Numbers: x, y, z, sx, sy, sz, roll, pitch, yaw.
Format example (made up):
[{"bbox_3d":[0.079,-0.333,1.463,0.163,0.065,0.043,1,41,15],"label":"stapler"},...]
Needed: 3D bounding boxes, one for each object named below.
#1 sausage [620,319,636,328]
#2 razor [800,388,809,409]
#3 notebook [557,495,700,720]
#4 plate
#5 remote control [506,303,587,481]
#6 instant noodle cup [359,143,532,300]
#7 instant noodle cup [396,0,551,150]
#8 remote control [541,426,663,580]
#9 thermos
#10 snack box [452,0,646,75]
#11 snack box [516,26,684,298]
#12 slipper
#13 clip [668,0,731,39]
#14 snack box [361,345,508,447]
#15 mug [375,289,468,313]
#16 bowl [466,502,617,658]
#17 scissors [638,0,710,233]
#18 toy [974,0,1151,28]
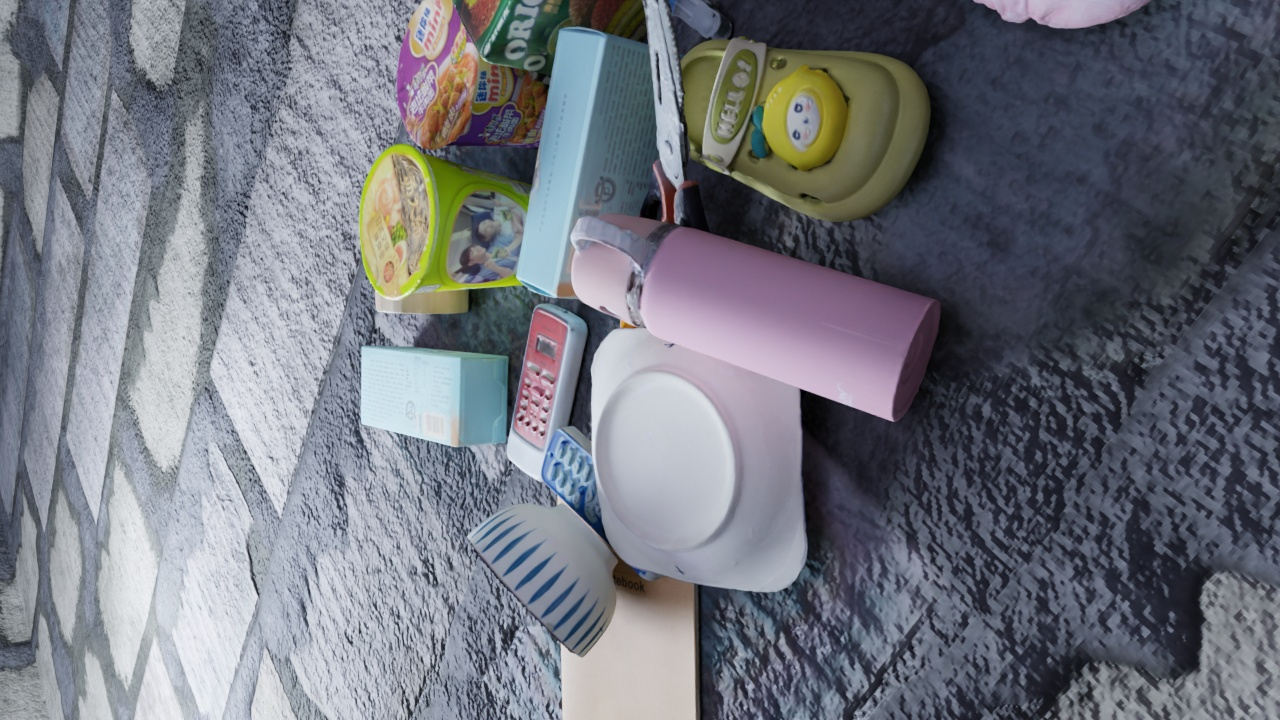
[{"bbox_3d":[-0.004,0.004,0.622,0.021,0.021,0.165,22,119,44],"label":"sausage"},{"bbox_3d":[0.081,0.048,0.549,0.043,0.022,0.143,33,115,32],"label":"razor"},{"bbox_3d":[-0.012,0.193,0.666,0.148,0.008,0.207,1,92,47],"label":"notebook"},{"bbox_3d":[0.023,0.060,0.564,0.165,0.034,0.163,-2,93,40],"label":"plate"},{"bbox_3d":[-0.075,0.025,0.716,0.056,0.020,0.136,28,111,42],"label":"remote control"},{"bbox_3d":[-0.132,-0.099,0.697,0.112,0.123,0.111,0,90,46],"label":"instant noodle cup"},{"bbox_3d":[-0.114,-0.208,0.691,0.112,0.099,0.111,2,92,46],"label":"instant noodle cup"},{"bbox_3d":[-0.022,0.097,0.646,0.125,0.024,0.049,39,120,34],"label":"remote control"},{"bbox_3d":[0.053,-0.034,0.492,0.199,0.087,0.067,22,80,25],"label":"thermos"},{"bbox_3d":[-0.012,-0.287,0.568,0.241,0.114,0.063,-49,58,37],"label":"snack box"},{"bbox_3d":[-0.027,-0.128,0.619,0.052,0.074,0.175,27,111,42],"label":"snack box"},{"bbox_3d":[0.067,-0.136,0.517,0.191,0.081,0.092,31,116,44],"label":"slipper"},{"bbox_3d":[0.038,-0.224,0.589,0.058,0.038,0.026,52,125,33],"label":"clip"},{"bbox_3d":[-0.185,0.028,0.811,0.175,0.051,0.074,6,94,46],"label":"snack box"},{"bbox_3d":[-0.193,-0.096,0.803,0.125,0.084,0.103,-161,71,-70],"label":"mug"},{"bbox_3d":[-0.059,0.143,0.642,0.066,0.116,0.116,-43,50,-12],"label":"bowl"},{"bbox_3d":[0.013,-0.119,0.554,0.208,0.015,0.186,67,159,-2],"label":"scissors"},{"bbox_3d":[0.194,-0.227,0.394,0.121,0.054,0.160,29,113,35],"label":"toy"}]
